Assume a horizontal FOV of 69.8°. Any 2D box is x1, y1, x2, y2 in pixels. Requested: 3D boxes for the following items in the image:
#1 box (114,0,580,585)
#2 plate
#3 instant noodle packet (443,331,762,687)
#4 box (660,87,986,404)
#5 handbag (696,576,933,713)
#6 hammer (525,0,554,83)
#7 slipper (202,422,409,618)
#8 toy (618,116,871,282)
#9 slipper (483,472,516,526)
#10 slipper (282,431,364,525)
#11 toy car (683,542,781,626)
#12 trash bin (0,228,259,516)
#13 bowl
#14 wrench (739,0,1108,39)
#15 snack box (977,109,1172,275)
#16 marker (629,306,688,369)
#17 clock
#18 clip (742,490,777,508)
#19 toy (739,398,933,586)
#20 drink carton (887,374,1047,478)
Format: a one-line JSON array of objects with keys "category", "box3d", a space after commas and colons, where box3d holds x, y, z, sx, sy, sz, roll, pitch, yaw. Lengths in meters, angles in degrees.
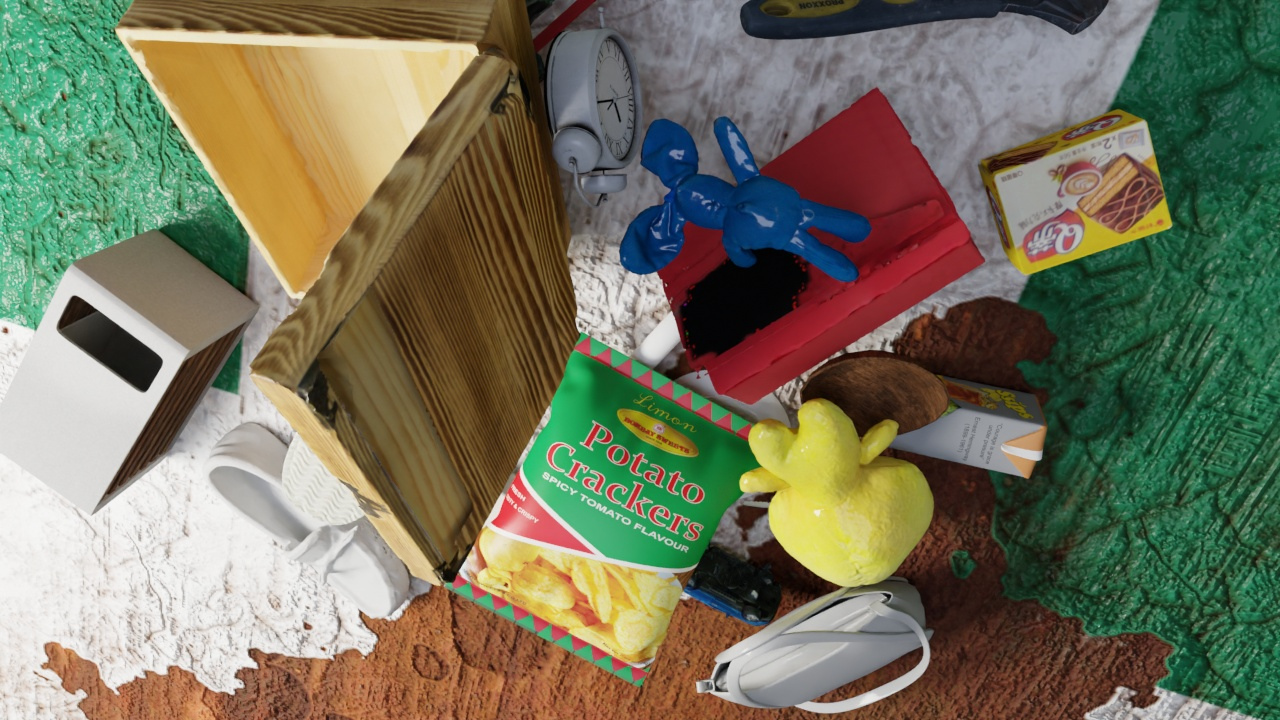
[{"category": "box", "box3d": [-0.169, -0.053, 0.597, 0.286, 0.333, 0.280, 3, 147, 7]}, {"category": "plate", "box3d": [0.069, 0.072, 0.831, 0.134, 0.011, 0.135, 4, 114, 9]}, {"category": "instant noodle packet", "box3d": [-0.025, 0.132, 0.796, 0.195, 0.090, 0.253, 28, 94, -4]}, {"category": "box", "box3d": [0.142, -0.075, 0.713, 0.214, 0.164, 0.153, -33, 148, 21]}, {"category": "handbag", "box3d": [0.139, 0.257, 0.793, 0.216, 0.222, 0.095, -36, 59, 23]}, {"category": "hammer", "box3d": [0.025, -0.305, 0.617, 0.319, 0.032, 0.130, -17, 83, 25]}, {"category": "slipper", "box3d": [-0.332, 0.169, 0.921, 0.112, 0.074, 0.247, -31, 107, 37]}, {"category": "toy", "box3d": [0.060, -0.093, 0.604, 0.176, 0.071, 0.113, 22, 92, 20]}, {"category": "slipper", "box3d": [-0.107, 0.179, 0.873, 0.266, 0.080, 0.113, 34, 112, -5]}, {"category": "slipper", "box3d": [-0.242, 0.035, 0.851, 0.115, 0.052, 0.263, 34, 104, -3]}, {"category": "toy car", "box3d": [0.075, 0.208, 0.869, 0.120, 0.056, 0.044, 26, 138, 4]}, {"category": "trash bin", "box3d": [-0.477, 0.012, 0.847, 0.114, 0.114, 0.229, 39, 114, -8]}, {"category": "bowl", "box3d": [0.177, 0.020, 0.697, 0.114, 0.026, 0.102, 30, 139, -30]}, {"category": "wrench", "box3d": [0.195, -0.238, 0.609, 0.273, 0.022, 0.073, -11, 70, -14]}, {"category": "snack box", "box3d": [0.315, -0.123, 0.672, 0.106, 0.061, 0.083, -19, 109, 18]}, {"category": "marker", "box3d": [-0.005, 0.005, 0.809, 0.027, 0.023, 0.133, 49, 115, 11]}, {"category": "clock", "box3d": [-0.030, -0.163, 0.616, 0.035, 0.094, 0.122, 0, 77, 20]}, {"category": "clip", "box3d": [0.140, 0.125, 0.826, 0.102, 0.058, 0.052, 5, 99, 0]}, {"category": "toy", "box3d": [0.157, 0.108, 0.732, 0.134, 0.092, 0.208, -21, 121, 22]}, {"category": "drink carton", "box3d": [0.260, 0.049, 0.754, 0.125, 0.076, 0.049, 12, 115, 9]}]
